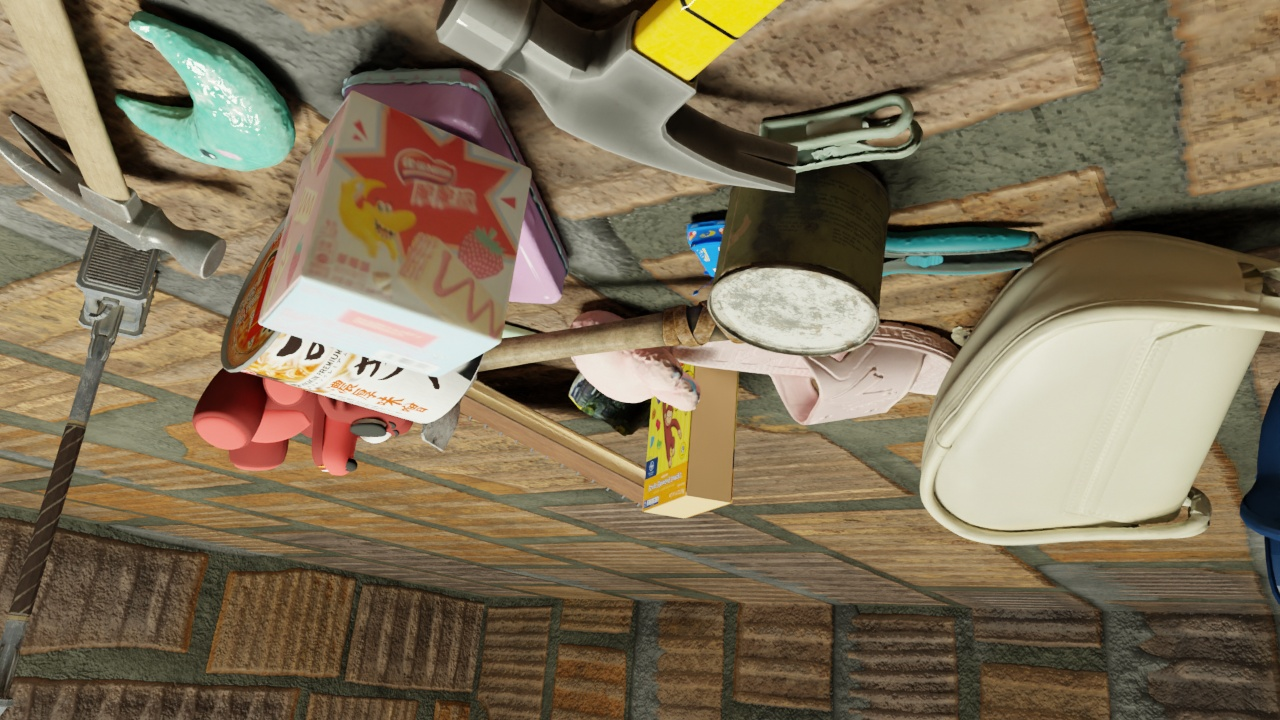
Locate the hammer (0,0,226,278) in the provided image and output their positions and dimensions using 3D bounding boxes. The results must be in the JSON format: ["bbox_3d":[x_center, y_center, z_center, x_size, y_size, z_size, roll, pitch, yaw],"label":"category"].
[{"bbox_3d":[-0.266,-0.139,0.410,0.119,0.030,0.332,26,155,-6],"label":"hammer"}]

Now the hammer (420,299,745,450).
[{"bbox_3d":[-0.010,-0.016,0.628,0.319,0.121,0.049,-8,158,12],"label":"hammer"}]

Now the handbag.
[{"bbox_3d":[0.285,0.012,0.577,0.184,0.131,0.229,11,139,17],"label":"handbag"}]

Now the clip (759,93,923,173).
[{"bbox_3d":[0.096,-0.108,0.442,0.076,0.023,0.044,-4,160,28],"label":"clip"}]

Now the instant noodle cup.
[{"bbox_3d":[-0.168,-0.024,0.565,0.121,0.123,0.124,31,149,-35],"label":"instant noodle cup"}]

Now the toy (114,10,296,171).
[{"bbox_3d":[-0.218,-0.126,0.461,0.085,0.033,0.105,29,152,-27],"label":"toy"}]

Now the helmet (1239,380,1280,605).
[{"bbox_3d":[0.460,0.055,0.489,0.271,0.223,0.233,-17,-169,-41],"label":"helmet"}]

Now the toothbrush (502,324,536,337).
[{"bbox_3d":[-0.084,-0.015,0.751,0.154,0.015,0.022,14,121,-24],"label":"toothbrush"}]

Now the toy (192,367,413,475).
[{"bbox_3d":[-0.283,0.043,0.833,0.197,0.120,0.159,-1,159,-8],"label":"toy"}]

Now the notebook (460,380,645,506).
[{"bbox_3d":[-0.076,0.081,0.876,0.225,0.024,0.168,27,167,-2],"label":"notebook"}]

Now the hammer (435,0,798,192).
[{"bbox_3d":[0.072,-0.153,0.298,0.169,0.034,0.326,24,151,-28],"label":"hammer"}]

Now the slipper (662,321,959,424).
[{"bbox_3d":[0.133,0.011,0.700,0.239,0.064,0.094,8,160,-3],"label":"slipper"}]

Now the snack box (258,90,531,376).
[{"bbox_3d":[-0.115,-0.055,0.434,0.093,0.094,0.080,19,157,-30],"label":"snack box"}]

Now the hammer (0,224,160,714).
[{"bbox_3d":[-0.380,0.068,0.605,0.044,0.321,0.099,15,158,-26],"label":"hammer"}]

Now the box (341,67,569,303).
[{"bbox_3d":[-0.096,-0.090,0.525,0.076,0.033,0.214,4,160,9],"label":"box"}]

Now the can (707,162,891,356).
[{"bbox_3d":[0.086,-0.056,0.496,0.090,0.074,0.090,11,154,5],"label":"can"}]

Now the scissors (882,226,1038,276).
[{"bbox_3d":[0.159,-0.062,0.554,0.138,0.019,0.137,26,147,-29],"label":"scissors"}]

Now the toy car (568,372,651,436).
[{"bbox_3d":[-0.026,0.033,0.829,0.033,0.048,0.105,32,177,37],"label":"toy car"}]

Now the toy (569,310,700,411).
[{"bbox_3d":[-0.004,0.004,0.699,0.105,0.053,0.108,20,161,34],"label":"toy"}]

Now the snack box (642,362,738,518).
[{"bbox_3d":[0.042,0.061,0.768,0.040,0.125,0.088,12,159,-19],"label":"snack box"}]

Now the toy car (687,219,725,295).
[{"bbox_3d":[0.048,-0.049,0.555,0.033,0.061,0.092,-3,159,22],"label":"toy car"}]
